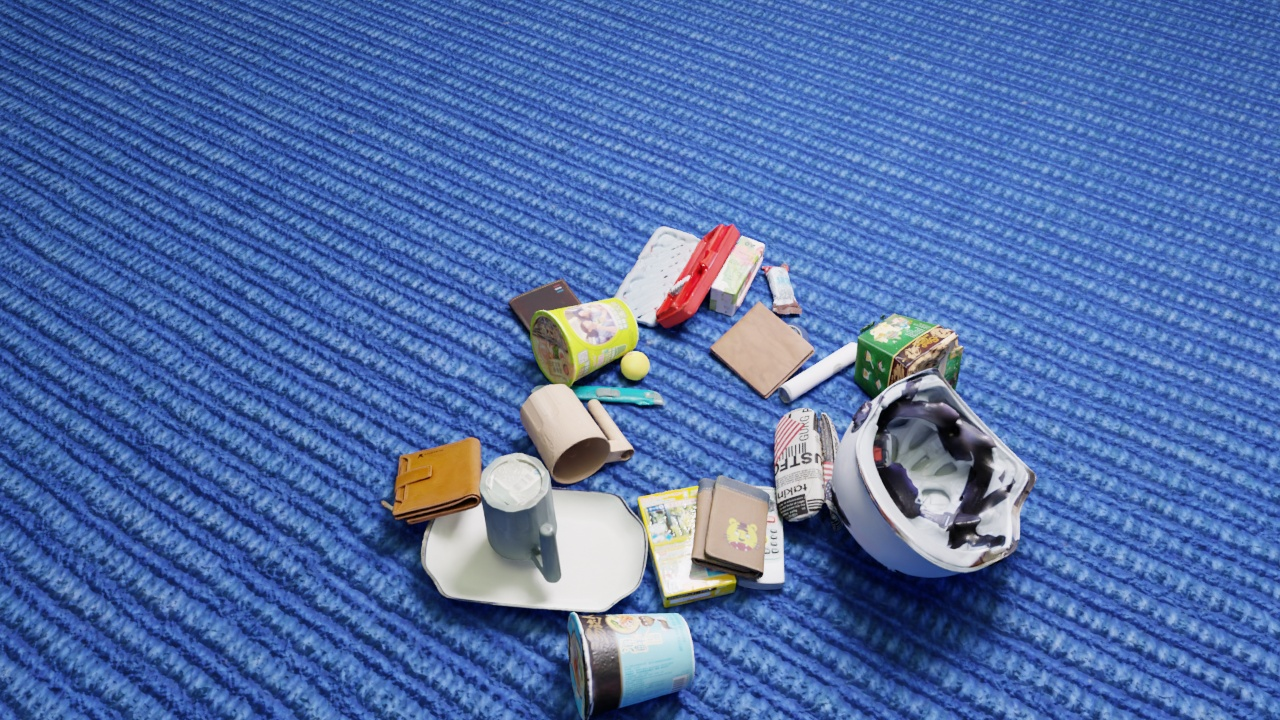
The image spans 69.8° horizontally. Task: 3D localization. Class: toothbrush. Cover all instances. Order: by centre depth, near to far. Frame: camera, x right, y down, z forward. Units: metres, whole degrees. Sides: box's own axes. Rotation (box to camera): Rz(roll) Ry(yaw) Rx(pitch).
[{"bbox_3d":[0.284,-0.001,1.298,0.220,0.027,0.026,-29,50,-24],"label":"toothbrush"}]

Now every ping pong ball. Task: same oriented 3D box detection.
[{"bbox_3d":[-0.008,0.007,1.277,0.040,0.040,0.040,0,49,0],"label":"ping pong ball"}]

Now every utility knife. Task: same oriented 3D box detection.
[{"bbox_3d":[-0.058,0.046,1.261,0.185,0.013,0.029,3,42,3],"label":"utility knife"}]

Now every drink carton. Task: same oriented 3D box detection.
[{"bbox_3d":[0.147,-0.127,1.386,0.045,0.054,0.122,20,53,15],"label":"drink carton"}]

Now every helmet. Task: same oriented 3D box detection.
[{"bbox_3d":[0.317,0.149,1.076,0.229,0.146,0.257,44,51,3],"label":"helmet"}]

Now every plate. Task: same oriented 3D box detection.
[{"bbox_3d":[-0.124,0.226,1.092,0.266,0.034,0.161,3,49,2],"label":"plate"}]

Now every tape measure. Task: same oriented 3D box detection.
[{"bbox_3d":[0.215,-0.026,1.319,0.054,0.025,0.058,-10,60,-10],"label":"tape measure"}]

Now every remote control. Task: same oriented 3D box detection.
[{"bbox_3d":[0.146,0.214,1.116,0.056,0.019,0.134,4,49,3],"label":"remote control"}]

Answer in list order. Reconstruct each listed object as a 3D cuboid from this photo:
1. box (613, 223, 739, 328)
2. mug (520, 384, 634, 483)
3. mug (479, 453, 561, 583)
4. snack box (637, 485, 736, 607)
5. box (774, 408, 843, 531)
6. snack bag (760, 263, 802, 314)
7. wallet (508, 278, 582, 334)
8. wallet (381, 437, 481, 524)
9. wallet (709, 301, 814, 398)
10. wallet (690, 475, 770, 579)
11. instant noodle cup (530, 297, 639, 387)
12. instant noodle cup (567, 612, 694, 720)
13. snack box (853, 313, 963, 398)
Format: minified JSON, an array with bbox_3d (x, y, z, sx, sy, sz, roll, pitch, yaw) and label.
[{"bbox_3d":[0.056,-0.130,1.387,0.158,0.069,0.200,2,46,34],"label":"box"},{"bbox_3d":[-0.082,0.091,1.188,0.124,0.084,0.103,-4,43,-37],"label":"mug"},{"bbox_3d":[-0.128,0.180,1.040,0.083,0.104,0.124,-27,54,-23],"label":"mug"},{"bbox_3d":[0.053,0.220,1.102,0.087,0.034,0.140,-10,52,-9],"label":"snack box"},{"bbox_3d":[0.220,0.140,1.159,0.076,0.086,0.161,-30,37,32],"label":"box"},{"bbox_3d":[0.213,-0.110,1.390,0.045,0.026,0.105,1,50,-12],"label":"snack bag"},{"bbox_3d":[-0.125,-0.063,1.353,0.096,0.020,0.122,-25,56,-21],"label":"wallet"},{"bbox_3d":[-0.255,0.150,1.135,0.119,0.035,0.130,-11,28,-5],"label":"wallet"},{"bbox_3d":[0.171,-0.015,1.294,0.101,0.020,0.115,-44,62,-6],"label":"wallet"},{"bbox_3d":[0.107,0.196,1.086,0.090,0.033,0.115,16,48,-4],"label":"wallet"},{"bbox_3d":[-0.072,-0.032,1.271,0.123,0.112,0.111,-21,52,-31],"label":"instant noodle cup"},{"bbox_3d":[-0.009,0.316,0.978,0.120,0.111,0.111,-5,49,-15],"label":"instant noodle cup"},{"bbox_3d":[0.357,0.005,1.248,0.118,0.118,0.105,-28,43,-26],"label":"snack box"}]
